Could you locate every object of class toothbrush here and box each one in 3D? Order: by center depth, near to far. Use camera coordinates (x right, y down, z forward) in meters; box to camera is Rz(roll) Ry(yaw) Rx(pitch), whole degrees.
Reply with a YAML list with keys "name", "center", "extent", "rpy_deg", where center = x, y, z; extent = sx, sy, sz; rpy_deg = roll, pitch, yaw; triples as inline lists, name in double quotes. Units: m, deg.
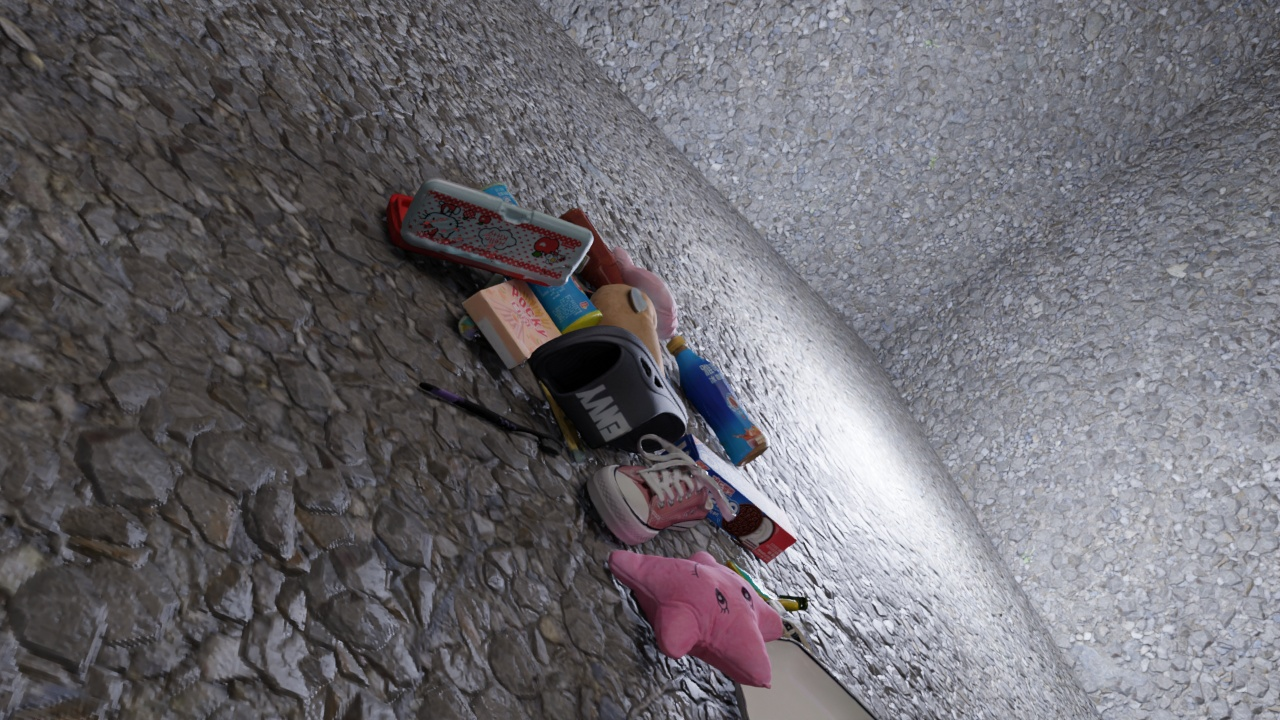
- name: "toothbrush"
  center: [-0.136, 0.057, 0.867]
  extent: [0.189, 0.014, 0.016]
  rpy_deg: [32, 38, -45]
- name: "toothbrush"
  center: [-0.173, -0.067, 1.016]
  extent: [0.189, 0.020, 0.029]
  rpy_deg: [-83, 170, -68]

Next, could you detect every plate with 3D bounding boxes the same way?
- name: "plate"
  center: [0.188, 0.386, 0.892]
  extent: [0.265, 0.034, 0.161]
  rpy_deg: [43, 28, 8]

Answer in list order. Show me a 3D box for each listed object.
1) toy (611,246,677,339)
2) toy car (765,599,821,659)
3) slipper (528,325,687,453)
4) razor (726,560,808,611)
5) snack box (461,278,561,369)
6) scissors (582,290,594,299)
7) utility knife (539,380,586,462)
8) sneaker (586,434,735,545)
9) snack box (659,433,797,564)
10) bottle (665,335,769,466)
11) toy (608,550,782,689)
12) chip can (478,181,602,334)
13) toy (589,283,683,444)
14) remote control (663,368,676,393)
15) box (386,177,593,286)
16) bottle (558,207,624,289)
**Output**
- name: "toy"
  center: [0.001, -0.102, 1.413]
  extent: [0.159, 0.054, 0.121]
  rpy_deg: [49, -23, 29]
- name: "toy car"
  center: [0.172, 0.317, 1.064]
  extent: [0.090, 0.035, 0.042]
  rpy_deg: [56, 16, 25]
- name: "slipper"
  center: [-0.016, 0.052, 0.987]
  extent: [0.268, 0.111, 0.083]
  rpy_deg: [46, 20, -52]
- name: "razor"
  center: [0.145, 0.272, 1.097]
  extent: [0.132, 0.043, 0.028]
  rpy_deg: [37, 64, -32]
- name: "snack box"
  center: [-0.136, -0.044, 0.995]
  extent: [0.084, 0.026, 0.157]
  rpy_deg: [55, 13, -4]
- name: "scissors"
  center: [-0.087, -0.073, 1.249]
  extent: [0.224, 0.015, 0.189]
  rpy_deg: [22, 33, -55]
- name: "utility knife"
  center: [-0.096, 0.042, 1.002]
  extent: [0.031, 0.019, 0.178]
  rpy_deg: [35, 18, -55]
- name: "sneaker"
  center: [0.029, 0.138, 0.982]
  extent: [0.118, 0.088, 0.240]
  rpy_deg: [58, 18, 22]
- name: "snack box"
  center: [0.111, 0.177, 1.158]
  extent: [0.207, 0.058, 0.057]
  rpy_deg: [41, 17, -28]
- name: "bottle"
  center: [0.109, 0.056, 1.385]
  extent: [0.218, 0.065, 0.065]
  rpy_deg: [55, 18, 16]
- name: "toy"
  center: [0.072, 0.245, 0.873]
  extent: [0.194, 0.075, 0.178]
  rpy_deg: [16, 24, -45]
- name: "chip can"
  center: [-0.135, -0.116, 1.120]
  extent: [0.210, 0.071, 0.071]
  rpy_deg: [53, 18, 10]
- name: "toy"
  center: [-0.007, 0.007, 1.171]
  extent: [0.143, 0.083, 0.225]
  rpy_deg: [13, 56, -48]
- name: "remote control"
  center: [0.023, 0.029, 1.295]
  extent: [0.049, 0.024, 0.124]
  rpy_deg: [30, 28, -49]
- name: "box"
  center: [-0.161, -0.149, 0.989]
  extent: [0.200, 0.100, 0.094]
  rpy_deg: [13, 39, -34]
- name: "bottle"
  center: [-0.057, -0.130, 1.367]
  extent: [0.206, 0.060, 0.059]
  rpy_deg: [56, 18, 4]
